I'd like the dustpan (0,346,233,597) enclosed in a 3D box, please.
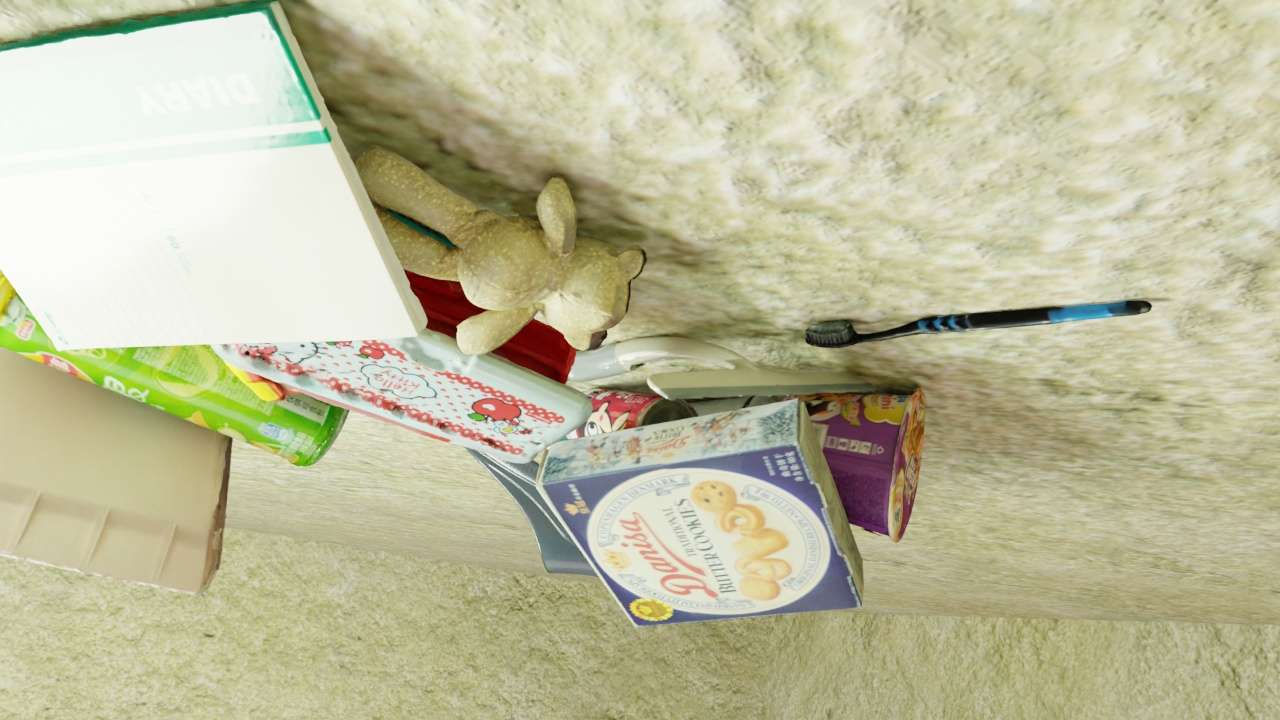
[{"bbox_3d":[-0.397,0.056,0.647,0.222,0.272,0.139,23,134,-24],"label":"dustpan"}]

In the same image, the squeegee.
[{"bbox_3d":[-0.004,0.004,0.629,0.247,0.039,0.246,-1,179,39],"label":"squeegee"}]

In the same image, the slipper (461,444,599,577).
[{"bbox_3d":[-0.079,0.158,0.890,0.268,0.083,0.111,33,171,9],"label":"slipper"}]

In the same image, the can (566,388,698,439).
[{"bbox_3d":[-0.011,0.051,0.706,0.053,0.053,0.133,16,173,-29],"label":"can"}]

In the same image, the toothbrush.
[{"bbox_3d":[0.184,-0.022,0.524,0.190,0.014,0.016,-5,135,30],"label":"toothbrush"}]

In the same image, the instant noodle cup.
[{"bbox_3d":[0.153,0.072,0.685,0.099,0.111,0.111,7,164,27],"label":"instant noodle cup"}]

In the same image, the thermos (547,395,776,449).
[{"bbox_3d":[0.014,0.070,0.786,0.225,0.073,0.073,-9,157,40],"label":"thermos"}]

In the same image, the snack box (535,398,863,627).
[{"bbox_3d":[0.048,0.116,0.643,0.183,0.045,0.178,-12,130,20],"label":"snack box"}]

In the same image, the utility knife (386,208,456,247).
[{"bbox_3d":[-0.127,-0.069,0.485,0.029,0.013,0.161,-14,151,41],"label":"utility knife"}]

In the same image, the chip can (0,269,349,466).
[{"bbox_3d":[-0.301,0.001,0.602,0.221,0.072,0.073,29,153,-28],"label":"chip can"}]

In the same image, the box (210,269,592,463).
[{"bbox_3d":[-0.123,-0.002,0.499,0.201,0.094,0.092,24,-179,-29],"label":"box"}]

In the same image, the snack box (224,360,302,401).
[{"bbox_3d":[-0.206,-0.021,0.565,0.080,0.082,0.091,-5,165,-9],"label":"snack box"}]

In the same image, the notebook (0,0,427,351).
[{"bbox_3d":[-0.212,-0.067,0.397,0.209,0.012,0.150,-2,130,17],"label":"notebook"}]

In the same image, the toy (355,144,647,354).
[{"bbox_3d":[-0.074,-0.054,0.451,0.157,0.066,0.105,21,115,-29],"label":"toy"}]
